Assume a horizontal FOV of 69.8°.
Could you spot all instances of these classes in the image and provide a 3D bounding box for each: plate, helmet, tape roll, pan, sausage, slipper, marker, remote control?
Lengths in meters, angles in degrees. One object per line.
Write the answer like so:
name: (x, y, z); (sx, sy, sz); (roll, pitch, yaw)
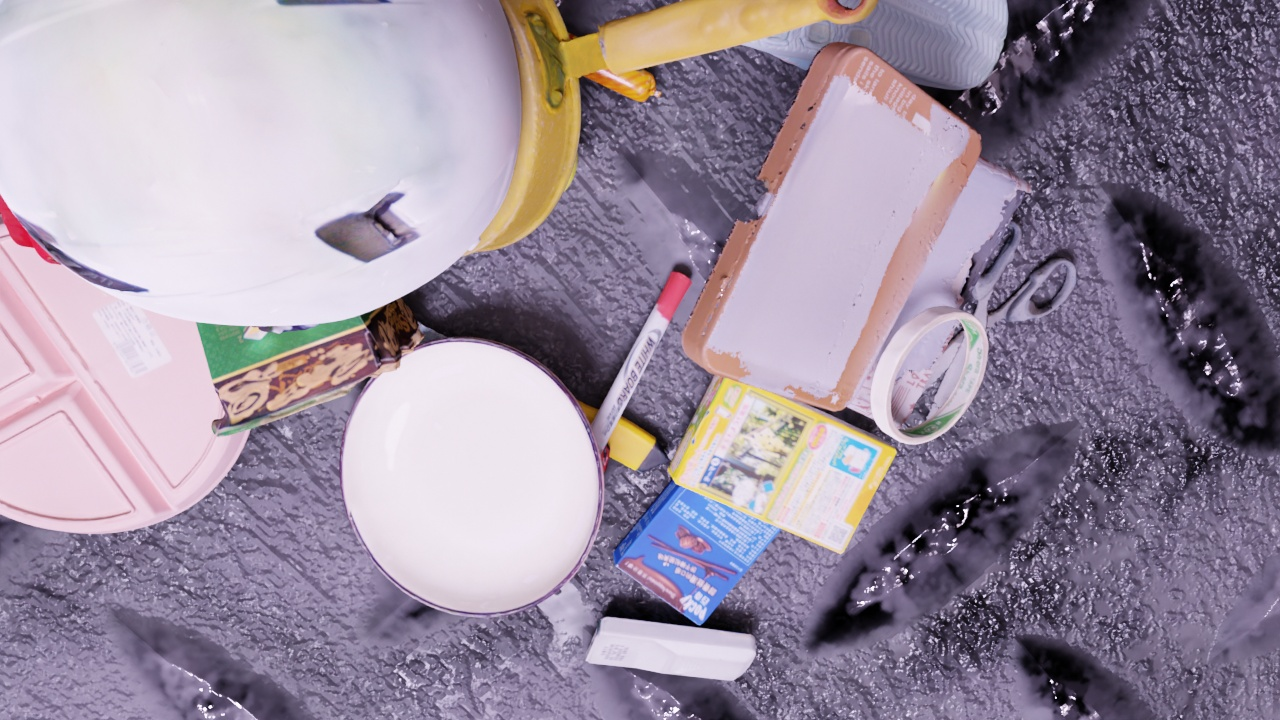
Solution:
plate: (-0.378, 0.012, 0.614); (0.229, 0.028, 0.229); (-1, 102, -6)
helmet: (-0.182, -0.113, 0.418); (0.258, 0.146, 0.229); (-7, 108, -8)
tape roll: (0.173, 0.009, 0.547); (0.085, 0.014, 0.086); (-15, 120, -28)
pan: (-0.051, -0.164, 0.509); (0.358, 0.078, 0.198); (-1, 111, 34)
sausage: (-0.061, -0.211, 0.605); (0.165, 0.021, 0.021); (23, 98, -11)
plate: (-0.113, 0.078, 0.632); (0.192, 0.039, 0.192); (2, 97, 14)
slipper: (0.133, -0.238, 0.599); (0.245, 0.074, 0.104); (7, 100, -24)
marker: (-0.004, 0.004, 0.644); (0.017, 0.017, 0.145); (29, 84, -12)
remote control: (0.024, 0.220, 0.697); (0.125, 0.024, 0.049); (10, 135, -8)

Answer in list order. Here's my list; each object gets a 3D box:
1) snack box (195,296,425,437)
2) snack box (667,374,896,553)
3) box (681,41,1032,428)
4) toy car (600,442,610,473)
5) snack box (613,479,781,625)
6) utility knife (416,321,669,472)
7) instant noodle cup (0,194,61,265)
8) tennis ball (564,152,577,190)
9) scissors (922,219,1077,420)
snack box: (-0.215, -0.033, 0.571); (0.117, 0.118, 0.105); (-20, 105, 3)
snack box: (0.100, 0.071, 0.651); (0.140, 0.033, 0.087); (24, 97, -13)
box: (0.136, -0.059, 0.556); (0.136, 0.269, 0.179); (29, 100, 20)
toy car: (-0.062, 0.094, 0.661); (0.049, 0.031, 0.106); (29, 104, -13)
snack box: (0.060, 0.113, 0.686); (0.084, 0.026, 0.157); (38, 95, -13)
utility knife: (-0.077, 0.022, 0.655); (0.223, 0.015, 0.033); (29, 113, -12)
instant noodle cup: (-0.295, -0.125, 0.539); (0.123, 0.116, 0.116); (0, 127, -8)
tennis ball: (-0.074, -0.133, 0.598); (0.065, 0.065, 0.065); (-1, 102, -6)
scissors: (0.256, -0.022, 0.687); (0.164, 0.014, 0.164); (-10, 103, -3)
